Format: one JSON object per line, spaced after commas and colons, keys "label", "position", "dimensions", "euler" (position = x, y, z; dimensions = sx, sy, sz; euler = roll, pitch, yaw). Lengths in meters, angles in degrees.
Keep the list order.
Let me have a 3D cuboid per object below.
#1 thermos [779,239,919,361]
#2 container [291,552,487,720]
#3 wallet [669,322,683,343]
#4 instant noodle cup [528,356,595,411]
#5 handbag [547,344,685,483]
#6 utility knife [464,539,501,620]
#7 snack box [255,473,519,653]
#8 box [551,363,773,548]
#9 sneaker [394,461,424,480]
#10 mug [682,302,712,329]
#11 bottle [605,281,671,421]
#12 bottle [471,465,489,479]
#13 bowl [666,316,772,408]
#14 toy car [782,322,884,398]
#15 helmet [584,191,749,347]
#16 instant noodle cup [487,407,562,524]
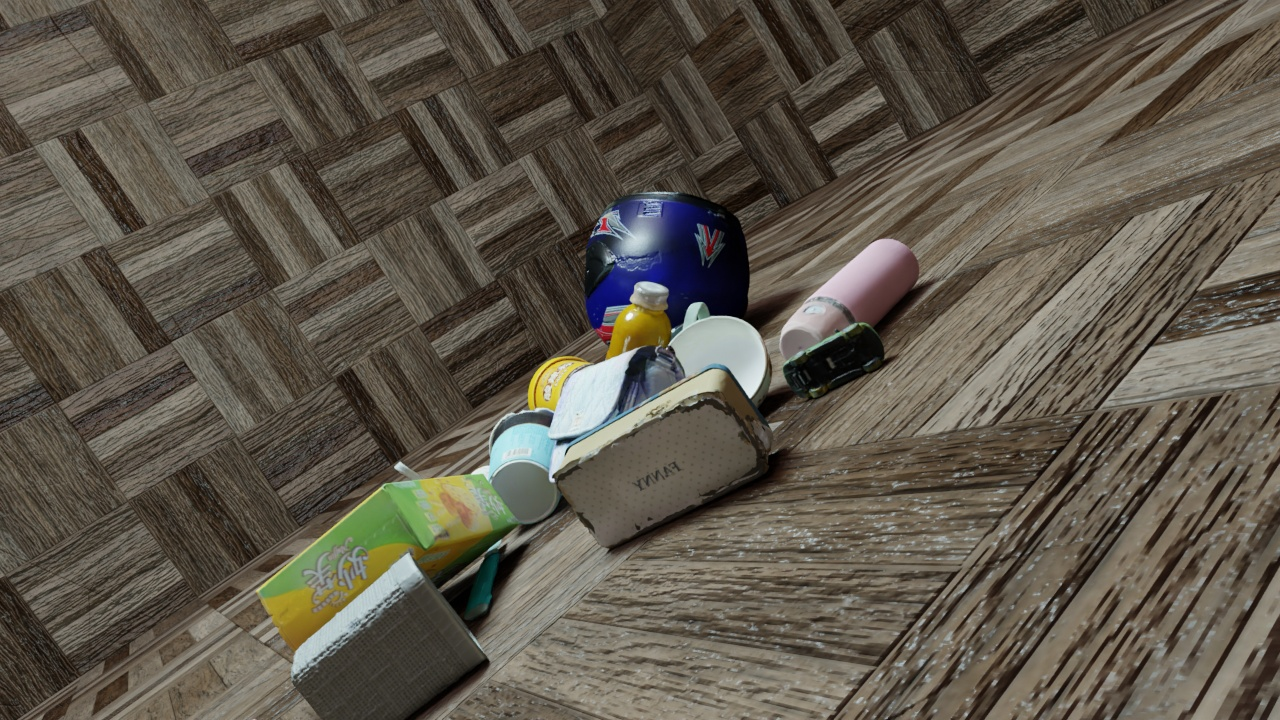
{"label": "thermos", "position": [0.218, -0.054, 0.915], "dimensions": [0.087, 0.067, 0.198], "euler": [12, 35, 36]}
{"label": "container", "position": [-0.191, 0.220, 0.689], "dimensions": [0.114, 0.090, 0.090], "euler": [-38, 7, -16]}
{"label": "wallet", "position": [0.033, 0.016, 1.089], "dimensions": [0.121, 0.097, 0.019], "euler": [-32, 32, 3]}
{"label": "instant noodle cup", "position": [-0.084, 0.053, 1.302], "dimensions": [0.118, 0.118, 0.115], "euler": [-35, 16, -24]}
{"label": "handbag", "position": [-0.030, 0.062, 0.898], "dimensions": [0.194, 0.075, 0.134], "euler": [-20, 52, 65]}
{"label": "utility knife", "position": [-0.148, 0.206, 0.890], "dimensions": [0.029, 0.013, 0.216], "euler": [-34, 9, 2]}
{"label": "snack box", "position": [-0.225, 0.181, 0.856], "dimensions": [0.158, 0.070, 0.210], "euler": [-39, -13, 8]}
{"label": "box", "position": [0.012, 0.082, 0.740], "dimensions": [0.185, 0.090, 0.060], "euler": [-28, 15, 25]}
{"label": "sneaker", "position": [-0.308, 0.204, 1.220], "dimensions": [0.087, 0.118, 0.242], "euler": [-53, 15, -25]}
{"label": "mug", "position": [0.069, -0.005, 1.007], "dimensions": [0.082, 0.112, 0.106], "euler": [-6, 20, 23]}
{"label": "bottle", "position": [-0.006, 0.006, 1.025], "dimensions": [0.067, 0.068, 0.190], "euler": [-47, -28, -64]}
{"label": "bottle", "position": [-0.185, 0.165, 1.133], "dimensions": [0.063, 0.063, 0.108], "euler": [-34, 6, -12]}
{"label": "bowl", "position": [0.080, 0.020, 0.909], "dimensions": [0.113, 0.113, 0.062], "euler": [-31, -36, 7]}
{"label": "toy car", "position": [0.171, -0.001, 0.809], "dimensions": [0.091, 0.043, 0.036], "euler": [-28, 7, 29]}
{"label": "helmet", "position": [0.026, -0.113, 1.406], "dimensions": [0.316, 0.247, 0.240], "euler": [0, 76, 68]}
{"label": "instant noodle cup", "position": [-0.125, 0.125, 1.035], "dimensions": [0.111, 0.111, 0.120], "euler": [-31, 16, 10]}
